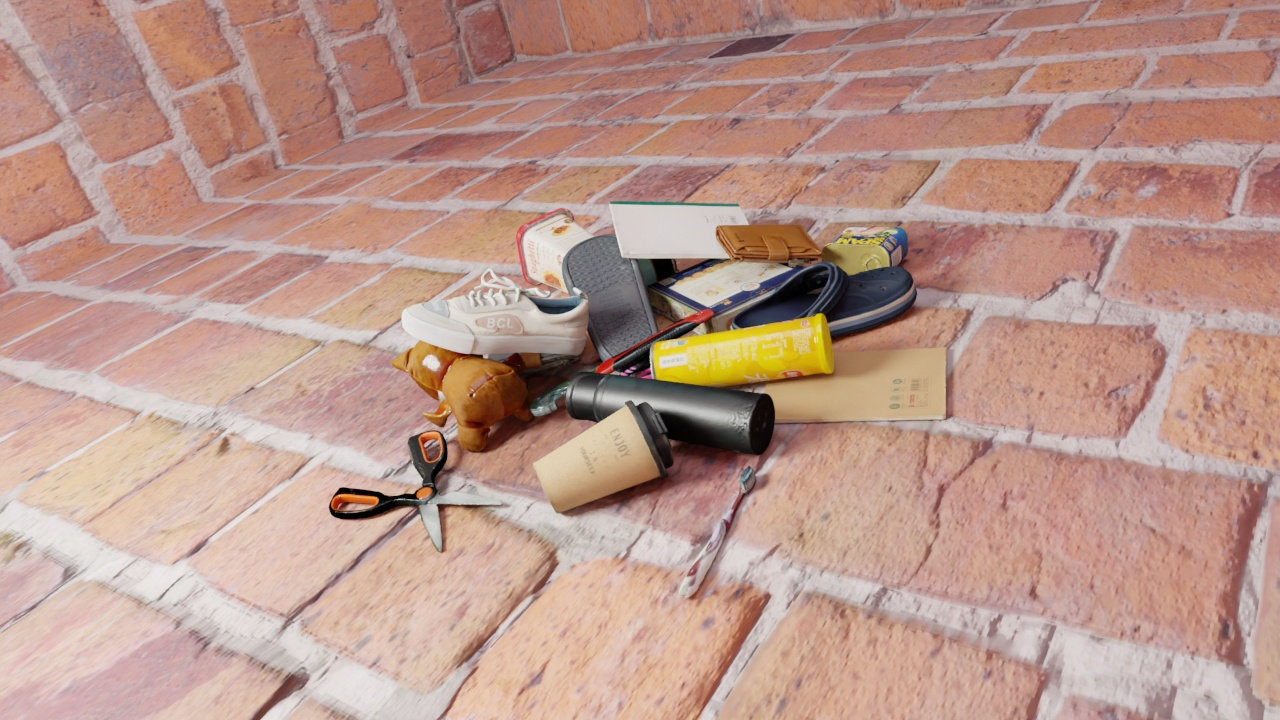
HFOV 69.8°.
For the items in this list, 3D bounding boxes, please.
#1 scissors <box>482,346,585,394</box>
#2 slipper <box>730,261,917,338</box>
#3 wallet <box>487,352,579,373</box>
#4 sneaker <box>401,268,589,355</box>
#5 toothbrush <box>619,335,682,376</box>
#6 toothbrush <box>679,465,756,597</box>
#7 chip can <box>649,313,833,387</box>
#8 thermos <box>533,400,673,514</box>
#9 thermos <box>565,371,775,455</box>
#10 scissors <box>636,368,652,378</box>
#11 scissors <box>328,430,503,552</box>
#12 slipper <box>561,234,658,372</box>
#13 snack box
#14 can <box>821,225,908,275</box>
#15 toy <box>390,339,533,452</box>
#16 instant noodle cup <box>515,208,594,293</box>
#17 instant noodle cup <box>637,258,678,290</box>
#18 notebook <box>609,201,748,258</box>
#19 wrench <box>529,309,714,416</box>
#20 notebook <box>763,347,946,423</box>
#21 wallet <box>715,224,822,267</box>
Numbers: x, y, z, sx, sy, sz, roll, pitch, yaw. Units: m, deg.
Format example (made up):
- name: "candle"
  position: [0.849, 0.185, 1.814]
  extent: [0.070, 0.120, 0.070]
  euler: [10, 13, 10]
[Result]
- name: "scissors"
  position: [-0.188, 0.005, 1.308]
  extent: [0.188, 0.015, 0.223]
  euler: [-30, 32, -27]
- name: "slipper"
  position: [0.231, -0.082, 1.187]
  extent: [0.252, 0.095, 0.105]
  euler: [-19, 31, -10]
- name: "wallet"
  position: [-0.149, -0.019, 1.277]
  extent: [0.130, 0.037, 0.106]
  euler: [-13, 27, 4]
- name: "sneaker"
  position: [-0.177, -0.063, 1.165]
  extent: [0.242, 0.091, 0.089]
  euler: [3, 23, -24]
- name: "toothbrush"
  position: [-0.007, 0.007, 1.182]
  extent: [0.188, 0.018, 0.014]
  euler: [-37, 43, -27]
- name: "toothbrush"
  position: [0.077, 0.163, 0.893]
  extent: [0.016, 0.017, 0.187]
  euler: [2, 31, 29]
- name: "chip can"
  position: [0.121, -0.004, 1.108]
  extent: [0.214, 0.072, 0.071]
  euler: [-9, 28, 18]
- name: "thermos"
  position: [-0.038, 0.106, 0.983]
  extent: [0.143, 0.093, 0.093]
  euler: [-25, 29, -5]
- name: "thermos"
  position: [0.035, 0.051, 1.056]
  extent: [0.243, 0.068, 0.089]
  euler: [9, 24, 31]
- name: "scissors"
  position: [-0.027, 0.045, 1.163]
  extent: [0.133, 0.017, 0.134]
  euler: [-20, 30, -2]
- name: "scissors"
  position: [-0.262, 0.155, 1.068]
  extent: [0.232, 0.022, 0.220]
  euler: [-12, 33, 6]
- name: "slipper"
  position: [-0.041, -0.071, 1.307]
  extent: [0.110, 0.083, 0.267]
  euler: [-14, 51, -7]
- name: "snack box"
  position: [0.131, -0.100, 1.320]
  extent: [0.177, 0.046, 0.182]
  euler: [-24, 30, -20]
- name: "can"
  position: [0.325, -0.156, 1.322]
  extent: [0.102, 0.057, 0.083]
  euler: [8, 33, 35]
- name: "toy"
  position: [-0.227, 0.026, 1.187]
  extent: [0.139, 0.131, 0.199]
  euler: [-31, 54, -32]
- name: "instant noodle cup"
  position: [-0.127, -0.175, 1.520]
  extent: [0.116, 0.116, 0.124]
  euler: [-32, 45, -29]
- name: "instant noodle cup"
  position: [-0.019, -0.147, 1.424]
  extent: [0.120, 0.111, 0.111]
  euler: [-28, 30, -9]
- name: "notebook"
  position: [0.064, -0.197, 1.372]
  extent: [0.209, 0.012, 0.150]
  euler: [-1, 39, -10]
- name: "wrench"
  position: [-0.022, -0.001, 1.178]
  extent: [0.273, 0.016, 0.056]
  euler: [-29, 19, -15]
- name: "notebook"
  position: [0.248, 0.028, 1.071]
  extent: [0.208, 0.008, 0.147]
  euler: [-3, 30, 21]
- name: "wallet"
  position: [0.182, -0.167, 1.313]
  extent: [0.131, 0.031, 0.107]
  euler: [-1, 29, -10]
